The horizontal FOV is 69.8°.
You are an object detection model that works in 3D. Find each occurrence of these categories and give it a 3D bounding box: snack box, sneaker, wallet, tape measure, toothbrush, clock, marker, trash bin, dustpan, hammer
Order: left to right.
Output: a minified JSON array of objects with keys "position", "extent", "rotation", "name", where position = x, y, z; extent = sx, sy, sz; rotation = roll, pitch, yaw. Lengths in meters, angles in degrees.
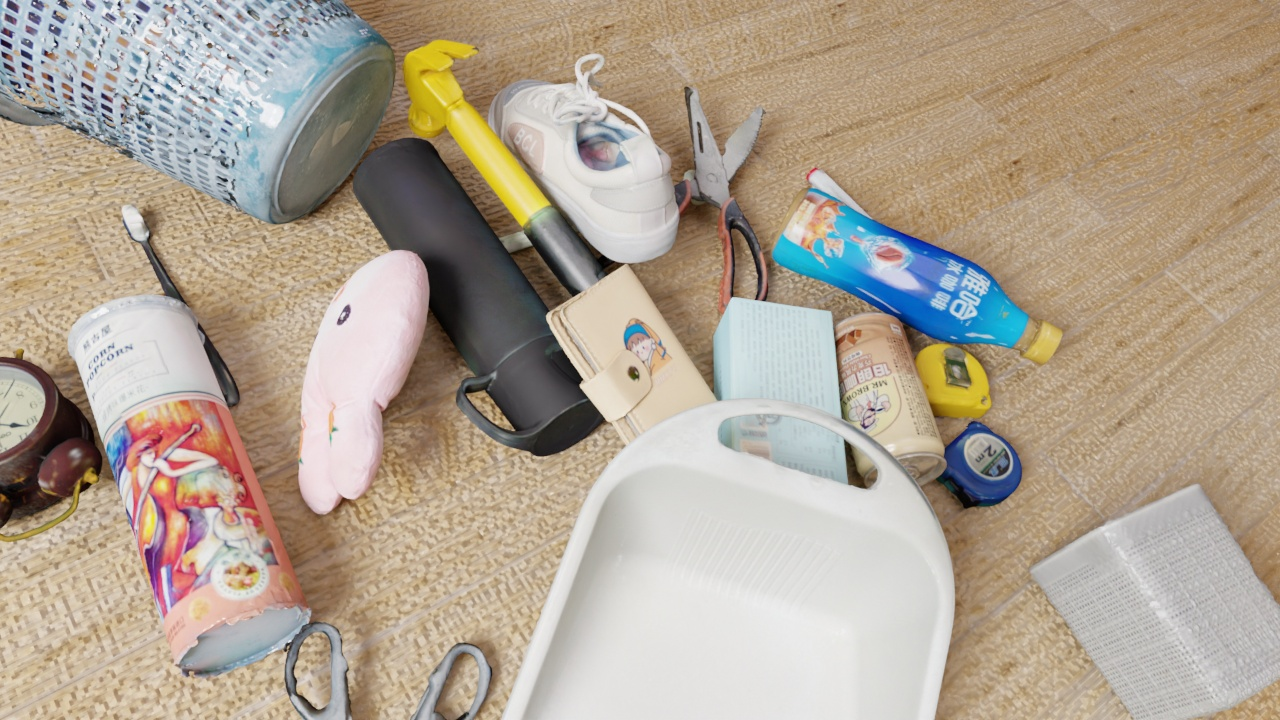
[{"position":[-0.353,0.051,0.512],"extent":[0.081,0.055,0.122],"rotation":[-28,63,-27],"name":"clock"},{"position":[-0.307,-0.039,0.609],"extent":[0.015,0.018,0.181],"rotation":[-24,65,-31],"name":"toothbrush"},{"position":[-0.288,-0.204,0.622],"extent":[0.195,0.227,0.225],"rotation":[35,56,-3],"name":"trash bin"},{"position":[-0.070,-0.097,0.638],"extent":[0.032,0.129,0.300],"rotation":[-36,85,-19],"name":"hammer"},{"position":[-0.052,-0.170,0.674],"extent":[0.089,0.091,0.242],"rotation":[-23,46,-20],"name":"sneaker"},{"position":[-0.030,-0.112,0.713],"extent":[0.189,0.020,0.029],"rotation":[-21,95,-22],"name":"toothbrush"},{"position":[-0.003,0.003,0.576],"extent":[0.087,0.024,0.115],"rotation":[-38,99,-42],"name":"wallet"},{"position":[0.049,0.160,0.471],"extent":[0.223,0.143,0.257],"rotation":[17,53,0],"name":"dustpan"},{"position":[0.091,0.042,0.612],"extent":[0.074,0.052,0.174],"rotation":[8,56,-8],"name":"snack box"},{"position":[0.189,-0.108,0.756],"extent":[0.017,0.017,0.145],"rotation":[-28,66,-27],"name":"marker"},{"position":[0.226,0.014,0.673],"extent":[0.060,0.029,0.057],"rotation":[6,55,-8],"name":"tape measure"},{"position":[0.233,0.075,0.635],"extent":[0.058,0.025,0.054],"rotation":[-35,71,-25],"name":"tape measure"}]

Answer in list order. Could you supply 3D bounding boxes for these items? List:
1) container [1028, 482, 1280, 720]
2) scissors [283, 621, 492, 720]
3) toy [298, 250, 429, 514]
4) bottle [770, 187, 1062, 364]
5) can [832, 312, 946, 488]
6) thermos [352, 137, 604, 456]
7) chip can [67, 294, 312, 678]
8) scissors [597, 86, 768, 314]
[{"position":[0.323,0.153,0.564],"extent":[0.090,0.090,0.114],"rotation":[-16,64,-21],"name":"container"},{"position":[-0.140,0.211,0.465],"extent":[0.159,0.014,0.180],"rotation":[44,55,7],"name":"scissors"},{"position":[-0.169,0.009,0.550],"extent":[0.054,0.122,0.159],"rotation":[21,58,-31],"name":"toy"},{"position":[0.208,-0.058,0.693],"extent":[0.219,0.065,0.065],"rotation":[28,55,9],"name":"bottle"},{"position":[0.167,0.027,0.633],"extent":[0.058,0.059,0.116],"rotation":[-1,56,-12],"name":"can"},{"position":[-0.118,-0.046,0.613],"extent":[0.089,0.069,0.242],"rotation":[-12,57,-44],"name":"thermos"},{"position":[-0.255,0.065,0.515],"extent":[0.071,0.071,0.214],"rotation":[-22,64,-24],"name":"chip can"},{"position":[0.051,-0.123,0.718],"extent":[0.226,0.015,0.189],"rotation":[-36,79,-25],"name":"scissors"}]
